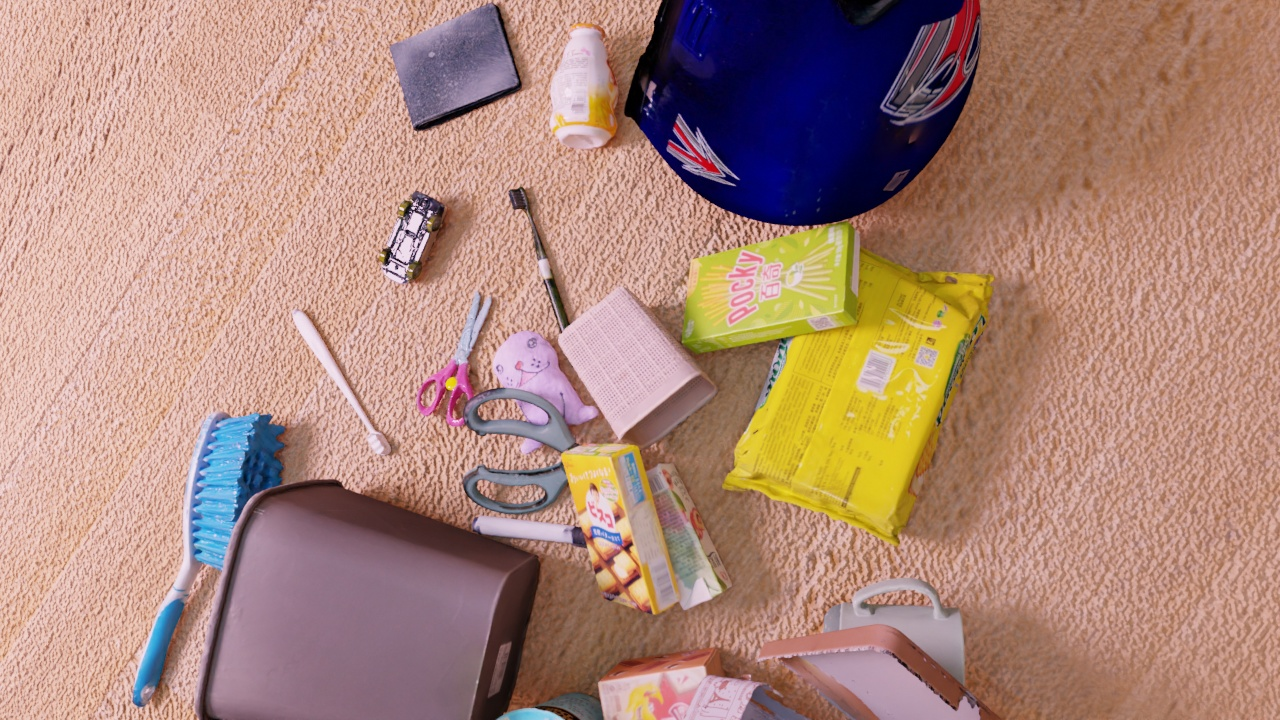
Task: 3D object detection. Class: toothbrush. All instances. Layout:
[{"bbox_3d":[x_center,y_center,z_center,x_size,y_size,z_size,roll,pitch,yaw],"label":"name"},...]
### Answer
[{"bbox_3d":[-0.091,-0.080,0.872,0.012,0.017,0.185,-29,76,48],"label":"toothbrush"},{"bbox_3d":[-0.300,0.020,0.910,0.016,0.016,0.180,-37,78,5],"label":"toothbrush"}]

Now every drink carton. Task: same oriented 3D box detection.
[{"bbox_3d":[0.031,0.153,0.802,0.045,0.053,0.122,-28,79,10],"label":"drink carton"}]

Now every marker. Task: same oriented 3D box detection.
[{"bbox_3d":[-0.093,0.160,0.848,0.131,0.018,0.022,3,94,13],"label":"marker"}]

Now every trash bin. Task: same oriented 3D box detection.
[{"bbox_3d":[-0.219,0.225,0.789,0.220,0.199,0.198,13,89,7],"label":"trash bin"}]

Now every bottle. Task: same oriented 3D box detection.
[{"bbox_3d":[-0.052,-0.256,0.856,0.063,0.063,0.108,0,85,13],"label":"bottle"}]

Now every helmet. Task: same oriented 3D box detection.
[{"bbox_3d":[0.144,-0.255,0.729,0.240,0.248,0.314,25,67,-1],"label":"helmet"}]

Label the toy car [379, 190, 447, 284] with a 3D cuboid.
[{"bbox_3d":[-0.220,-0.118,0.896,0.042,0.035,0.090,28,97,15],"label":"toy car"}]

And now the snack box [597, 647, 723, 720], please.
[{"bbox_3d":[0.024,0.303,0.776,0.094,0.077,0.092,-12,81,11],"label":"snack box"}]

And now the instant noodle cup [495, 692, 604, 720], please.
[{"bbox_3d":[-0.069,0.335,0.773,0.111,0.120,0.111,-2,84,14],"label":"instant noodle cup"}]

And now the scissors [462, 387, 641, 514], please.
[{"bbox_3d":[-0.083,0.073,0.829,0.179,0.019,0.161,-10,110,8],"label":"scissors"}]

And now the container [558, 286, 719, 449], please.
[{"bbox_3d":[-0.005,0.005,0.805,0.090,0.090,0.111,-39,71,6],"label":"container"}]

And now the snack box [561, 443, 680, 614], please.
[{"bbox_3d":[-0.018,0.141,0.784,0.033,0.087,0.140,-17,96,-32],"label":"snack box"}]

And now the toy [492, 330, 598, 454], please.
[{"bbox_3d":[-0.097,0.024,0.851,0.084,0.039,0.108,-32,83,13],"label":"toy"}]

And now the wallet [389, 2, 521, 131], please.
[{"bbox_3d":[-0.185,-0.293,0.915,0.121,0.019,0.097,-19,80,9],"label":"wallet"}]

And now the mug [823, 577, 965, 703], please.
[{"bbox_3d":[0.201,0.225,0.733,0.106,0.082,0.112,0,108,17],"label":"mug"}]

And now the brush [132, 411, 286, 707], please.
[{"bbox_3d":[-0.431,0.200,0.908,0.109,0.060,0.314,9,89,19],"label":"brush"}]

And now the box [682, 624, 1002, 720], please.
[{"bbox_3d":[0.137,0.317,0.660,0.180,0.218,0.157,41,51,-16],"label":"box"}]

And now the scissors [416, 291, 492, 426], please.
[{"bbox_3d":[-0.180,-0.006,0.888,0.072,0.017,0.137,9,82,23],"label":"scissors"}]

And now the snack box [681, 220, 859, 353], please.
[{"bbox_3d":[0.108,-0.059,0.776,0.157,0.026,0.085,-10,61,37],"label":"snack box"}]

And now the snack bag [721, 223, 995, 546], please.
[{"bbox_3d":[0.185,0.021,0.773,0.158,0.068,0.246,21,88,14],"label":"snack bag"}]
